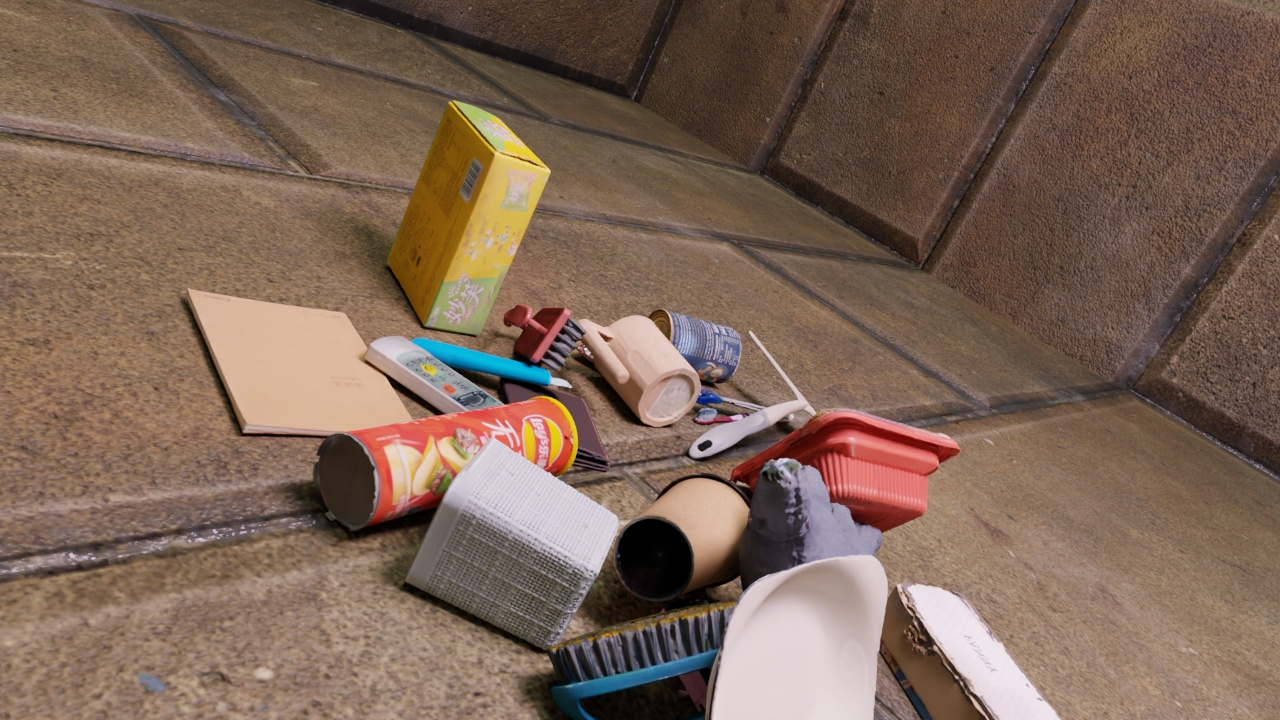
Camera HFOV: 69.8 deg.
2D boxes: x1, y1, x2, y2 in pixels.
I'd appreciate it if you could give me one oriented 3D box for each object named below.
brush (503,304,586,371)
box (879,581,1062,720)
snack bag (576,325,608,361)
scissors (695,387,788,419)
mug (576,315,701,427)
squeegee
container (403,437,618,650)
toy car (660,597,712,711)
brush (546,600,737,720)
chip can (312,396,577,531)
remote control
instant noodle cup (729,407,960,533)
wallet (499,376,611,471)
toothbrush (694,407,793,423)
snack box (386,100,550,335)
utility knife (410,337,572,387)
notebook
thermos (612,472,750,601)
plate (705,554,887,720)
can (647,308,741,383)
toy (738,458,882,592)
[{"bbox_3d":[-0.111,-0.032,0.973,0.069,0.063,0.146,36,-6,-16],"label":"brush"},{"bbox_3d":[0.265,0.262,0.744,0.089,0.059,0.184,16,24,-21],"label":"box"},{"bbox_3d":[-0.045,-0.018,1.104,0.045,0.026,0.105,35,22,0],"label":"snack bag"},{"bbox_3d":[0.096,0.047,1.087,0.169,0.012,0.146,19,9,15],"label":"scissors"},{"bbox_3d":[-0.006,0.006,0.999,0.124,0.084,0.103,24,18,-43],"label":"mug"},{"bbox_3d":[0.140,0.068,1.042,0.245,0.039,0.246,-15,62,-47],"label":"squeegee"},{"bbox_3d":[-0.084,0.127,0.630,0.111,0.090,0.089,29,21,2],"label":"container"},{"bbox_3d":[0.053,0.220,0.635,0.056,0.037,0.122,-1,45,-38],"label":"toy car"},{"bbox_3d":[0.015,0.198,0.580,0.143,0.055,0.073,-8,73,-17],"label":"brush"},{"bbox_3d":[-0.141,0.074,0.711,0.073,0.073,0.216,37,23,27],"label":"chip can"},{"bbox_3d":[-0.189,0.020,0.849,0.135,0.019,0.056,33,18,12],"label":"remote control"},{"bbox_3d":[0.195,0.121,0.894,0.164,0.189,0.079,14,59,-24],"label":"instant noodle cup"},{"bbox_3d":[-0.083,0.058,0.891,0.096,0.020,0.122,19,21,-25],"label":"wallet"},{"bbox_3d":[0.130,0.066,1.113,0.187,0.017,0.016,2,27,-45],"label":"toothbrush"},{"bbox_3d":[-0.194,-0.155,1.005,0.070,0.210,0.157,10,27,-37],"label":"snack box"},{"bbox_3d":[-0.148,0.005,0.909,0.166,0.018,0.034,13,18,-4],"label":"utility knife"},{"bbox_3d":[-0.294,0.003,0.796,0.149,0.012,0.211,8,27,-42],"label":"notebook"},{"bbox_3d":[0.034,0.138,0.702,0.093,0.093,0.143,32,11,17],"label":"thermos"},{"bbox_3d":[0.091,0.201,0.570,0.164,0.163,0.034,2,5,-42],"label":"plate"},{"bbox_3d":[0.063,-0.016,1.153,0.111,0.075,0.075,13,24,-30],"label":"can"},{"bbox_3d":[0.134,0.159,0.710,0.091,0.137,0.356,12,-15,27],"label":"toy"}]
